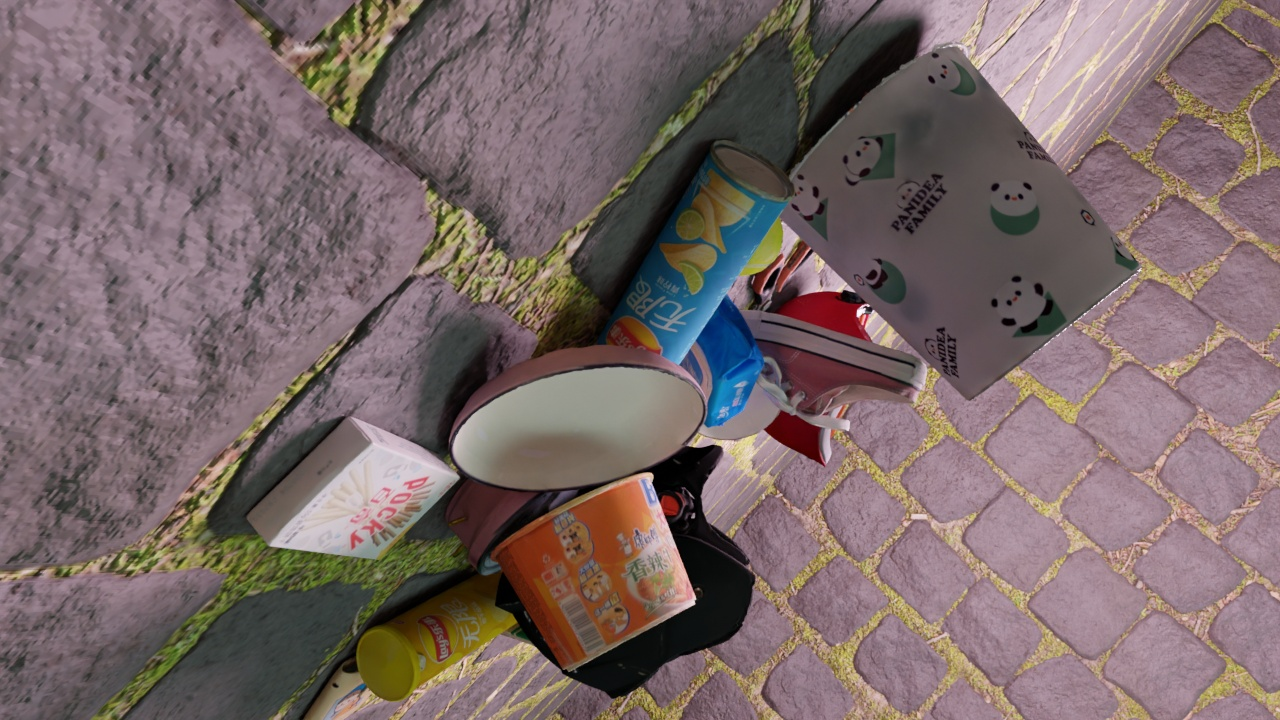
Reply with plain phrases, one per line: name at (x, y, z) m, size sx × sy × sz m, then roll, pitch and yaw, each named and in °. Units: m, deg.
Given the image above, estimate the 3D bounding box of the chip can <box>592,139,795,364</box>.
chip can at (0.032, -0.062, 0.703) m, size 0.071 × 0.071 × 0.211 m, roll -24°, pitch 152°, yaw -53°

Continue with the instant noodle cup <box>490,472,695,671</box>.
instant noodle cup at (-0.032, 0.175, 0.749) m, size 0.151 × 0.111 × 0.151 m, roll -26°, pitch 165°, yaw -8°

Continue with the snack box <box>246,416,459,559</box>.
snack box at (-0.180, 0.088, 0.602) m, size 0.084 × 0.027 × 0.157 m, roll -45°, pitch 163°, yaw -5°

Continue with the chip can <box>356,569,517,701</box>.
chip can at (-0.188, 0.266, 0.930) m, size 0.072 × 0.072 × 0.213 m, roll -53°, pitch 164°, yaw 22°

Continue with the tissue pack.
tissue pack at (0.069, -0.001, 0.896) m, size 0.052 × 0.095 × 0.157 m, roll -23°, pitch 156°, yaw -18°

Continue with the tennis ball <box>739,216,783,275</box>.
tennis ball at (0.083, -0.101, 0.743) m, size 0.065 × 0.065 × 0.065 m, roll -42°, pitch 163°, yaw -16°

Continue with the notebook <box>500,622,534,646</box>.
notebook at (-0.088, 0.266, 1.088) m, size 0.151 × 0.012 × 0.208 m, roll 1°, pitch -159°, yaw 45°

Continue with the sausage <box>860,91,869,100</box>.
sausage at (0.225, -0.228, 0.885) m, size 0.020 × 0.020 × 0.155 m, roll -49°, pitch 163°, yaw 9°

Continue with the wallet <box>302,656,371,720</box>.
wallet at (-0.286, 0.325, 0.909) m, size 0.115 × 0.024 × 0.087 m, roll -55°, pitch 157°, yaw 23°

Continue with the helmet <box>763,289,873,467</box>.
helmet at (0.211, 0.000, 1.180) m, size 0.239 × 0.144 × 0.207 m, roll -59°, pitch 165°, yaw -54°

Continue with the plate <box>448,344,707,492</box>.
plate at (-0.047, 0.041, 0.685) m, size 0.192 × 0.039 × 0.193 m, roll -10°, pitch 149°, yaw -6°

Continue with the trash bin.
trash bin at (0.289, -0.115, 0.840) m, size 0.229 × 0.252 × 0.230 m, roll -35°, pitch 166°, yaw -10°

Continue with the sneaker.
sneaker at (0.162, 0.013, 0.921) m, size 0.118 × 0.241 × 0.087 m, roll 28°, pitch 82°, yaw -52°

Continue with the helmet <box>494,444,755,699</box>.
helmet at (-0.013, 0.196, 0.932) m, size 0.234 × 0.230 × 0.274 m, roll 124°, pitch -15°, yaw -70°

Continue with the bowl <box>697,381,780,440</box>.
bowl at (0.105, 0.032, 1.082) m, size 0.066 × 0.116 × 0.117 m, roll -94°, pitch -154°, yaw -47°

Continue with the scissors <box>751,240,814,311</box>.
scissors at (0.149, -0.081, 1.053) m, size 0.189 × 0.015 × 0.224 m, roll -45°, pitch 165°, yaw -5°

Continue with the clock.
clock at (-0.101, 0.115, 0.811) m, size 0.158 × 0.060 × 0.117 m, roll -37°, pitch 161°, yaw -25°
